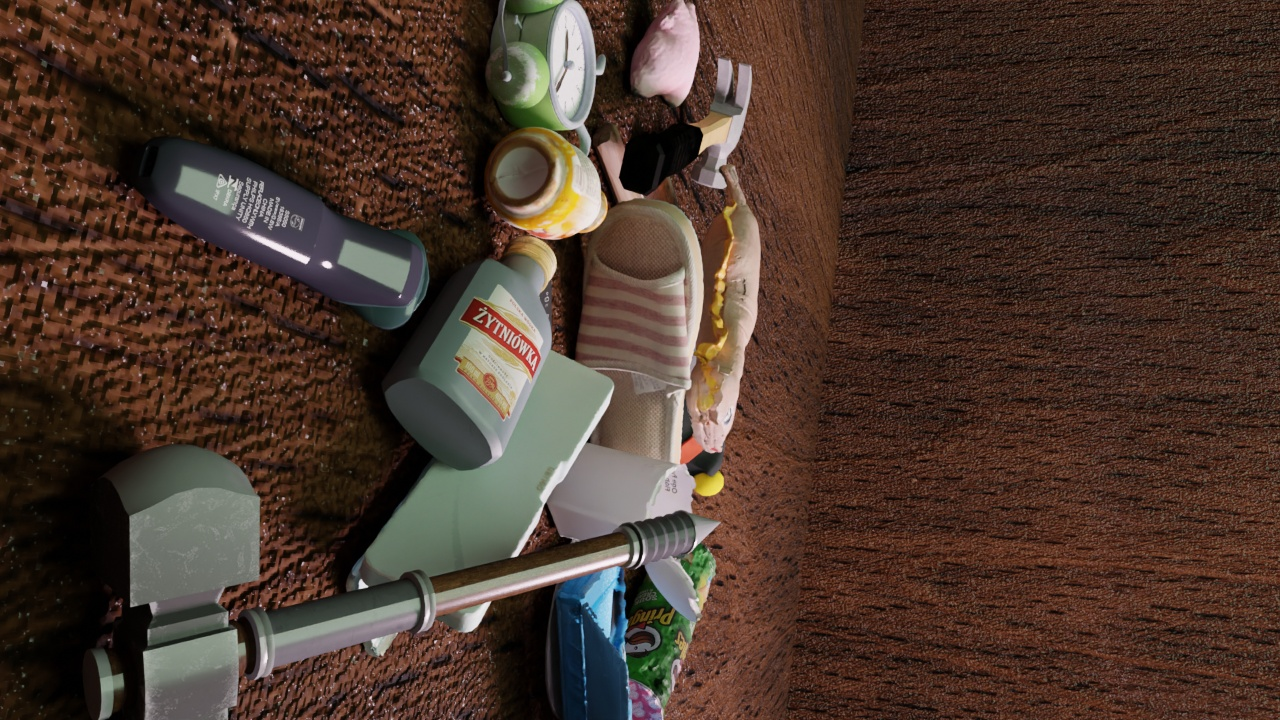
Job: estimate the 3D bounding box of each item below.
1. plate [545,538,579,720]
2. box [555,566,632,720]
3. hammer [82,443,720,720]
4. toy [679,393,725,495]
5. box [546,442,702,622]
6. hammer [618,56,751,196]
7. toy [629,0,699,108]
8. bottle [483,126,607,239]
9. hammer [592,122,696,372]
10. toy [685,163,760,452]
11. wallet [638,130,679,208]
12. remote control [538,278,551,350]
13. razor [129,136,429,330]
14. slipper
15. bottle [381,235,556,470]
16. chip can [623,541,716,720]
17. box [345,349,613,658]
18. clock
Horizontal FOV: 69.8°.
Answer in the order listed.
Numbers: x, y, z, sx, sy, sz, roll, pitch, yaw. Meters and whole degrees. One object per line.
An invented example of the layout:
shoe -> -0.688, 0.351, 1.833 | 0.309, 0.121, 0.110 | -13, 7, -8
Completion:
plate -> -0.051, 0.218, 0.797 | 0.178, 0.012, 0.178 | 6, 89, -73
box -> -0.036, 0.286, 0.741 | 0.172, 0.066, 0.232 | -98, -173, -71
hammer -> -0.069, 0.101, 0.418 | 0.321, 0.043, 0.156 | -3, 100, -45
toy -> 0.026, 0.064, 0.877 | 0.119, 0.098, 0.099 | 55, 38, -30
box -> -0.003, 0.126, 0.694 | 0.118, 0.160, 0.085 | -51, 138, -44
hammer -> 0.047, -0.201, 0.835 | 0.327, 0.039, 0.131 | -50, 157, -64
toy -> 0.025, -0.276, 0.824 | 0.102, 0.050, 0.093 | -29, 135, -66
bottle -> -0.055, -0.109, 0.596 | 0.108, 0.063, 0.063 | 9, 86, -72
hammer -> 0.011, -0.086, 0.859 | 0.329, 0.052, 0.097 | 69, 31, -49
toy -> 0.071, -0.050, 0.840 | 0.263, 0.065, 0.196 | -66, 152, -59
wallet -> 0.014, -0.153, 0.881 | 0.123, 0.019, 0.072 | 66, 34, -58
remote control -> -0.075, 0.014, 0.655 | 0.034, 0.013, 0.150 | -36, 129, -68
razor -> -0.139, -0.051, 0.373 | 0.143, 0.052, 0.047 | 32, 68, -65
slipper -> -0.004, 0.004, 0.730 | 0.052, 0.115, 0.263 | -34, 133, -51
bottle -> -0.086, -0.016, 0.528 | 0.072, 0.046, 0.160 | 53, 33, -26
chip can -> 0.020, 0.273, 0.943 | 0.222, 0.075, 0.075 | -57, 148, -56
box -> -0.097, 0.081, 0.539 | 0.198, 0.086, 0.096 | -58, 175, -50
clock -> -0.063, -0.191, 0.582 | 0.119, 0.043, 0.094 | 47, 49, -68
